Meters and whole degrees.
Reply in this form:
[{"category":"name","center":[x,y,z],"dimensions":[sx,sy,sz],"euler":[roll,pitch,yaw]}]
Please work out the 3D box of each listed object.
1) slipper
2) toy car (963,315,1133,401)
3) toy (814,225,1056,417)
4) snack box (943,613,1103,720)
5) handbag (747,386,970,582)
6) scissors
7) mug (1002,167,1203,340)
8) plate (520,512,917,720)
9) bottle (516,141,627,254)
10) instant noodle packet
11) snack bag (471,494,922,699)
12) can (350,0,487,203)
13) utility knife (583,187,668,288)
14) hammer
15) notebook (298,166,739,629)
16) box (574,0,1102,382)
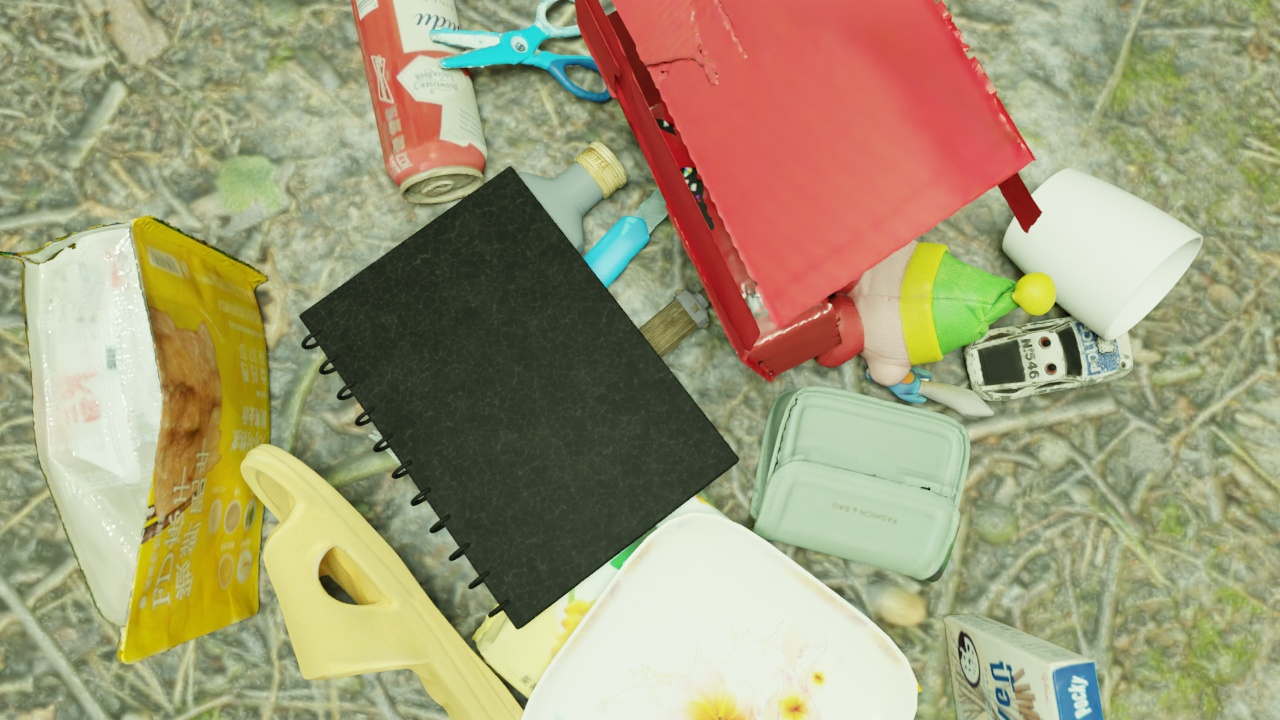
[{"category":"slipper","center":[-0.161,0.168,0.546],"dimensions":[0.263,0.100,0.078],"euler":[48,64,-1]},{"category":"toy car","center":[0.272,-0.004,0.607],"dimensions":[0.113,0.040,0.048],"euler":[-10,85,-3]},{"category":"toy","center":[0.179,-0.030,0.579],"dimensions":[0.131,0.097,0.124],"euler":[5,87,2]},{"category":"snack box","center":[0.218,0.199,0.529],"dimensions":[0.026,0.150,0.082],"euler":[-5,84,-3]},{"category":"handbag","center":[0.139,0.075,0.583],"dimensions":[0.122,0.067,0.106],"euler":[14,85,0]},{"category":"scissors","center":[-0.073,-0.196,0.603],"dimensions":[0.140,0.014,0.090],"euler":[-27,90,-37]},{"category":"mug","center":[0.301,-0.072,0.597],"dimensions":[0.087,0.114,0.081],"euler":[47,125,30]},{"category":"plate","center":[0.044,0.200,0.523],"dimensions":[0.187,0.016,0.187],"euler":[37,84,2]},{"category":"bottle","center":[-0.079,-0.081,0.604],"dimensions":[0.161,0.046,0.072],"euler":[-41,86,-5]},{"category":"instant noodle packet","center":[-0.269,0.048,0.528],"dimensions":[0.084,0.163,0.221],"euler":[-9,84,-3]},{"category":"snack bag","center":[0.034,0.183,0.569],"dimensions":[0.247,0.068,0.159],"euler":[39,83,3]},{"category":"can","center":[-0.147,-0.193,0.604],"dimensions":[0.067,0.067,0.170],"euler":[-12,84,-3]},{"category":"utility knife","center":[-0.028,-0.058,0.619],"dimensions":[0.031,0.015,0.209],"euler":[42,88,0]},{"category":"hammer","center":[-0.004,0.003,0.605],"dimensions":[0.316,0.028,0.147],"euler":[-40,98,-5]},{"category":"notebook","center":[-0.079,0.019,0.550],"dimensions":[0.169,0.019,0.231],"euler":[-37,80,-5]},{"category":"box","center":[0.048,-0.115,0.448],"dimensions":[0.124,0.316,0.211],"euler":[-22,77,-13]}]
